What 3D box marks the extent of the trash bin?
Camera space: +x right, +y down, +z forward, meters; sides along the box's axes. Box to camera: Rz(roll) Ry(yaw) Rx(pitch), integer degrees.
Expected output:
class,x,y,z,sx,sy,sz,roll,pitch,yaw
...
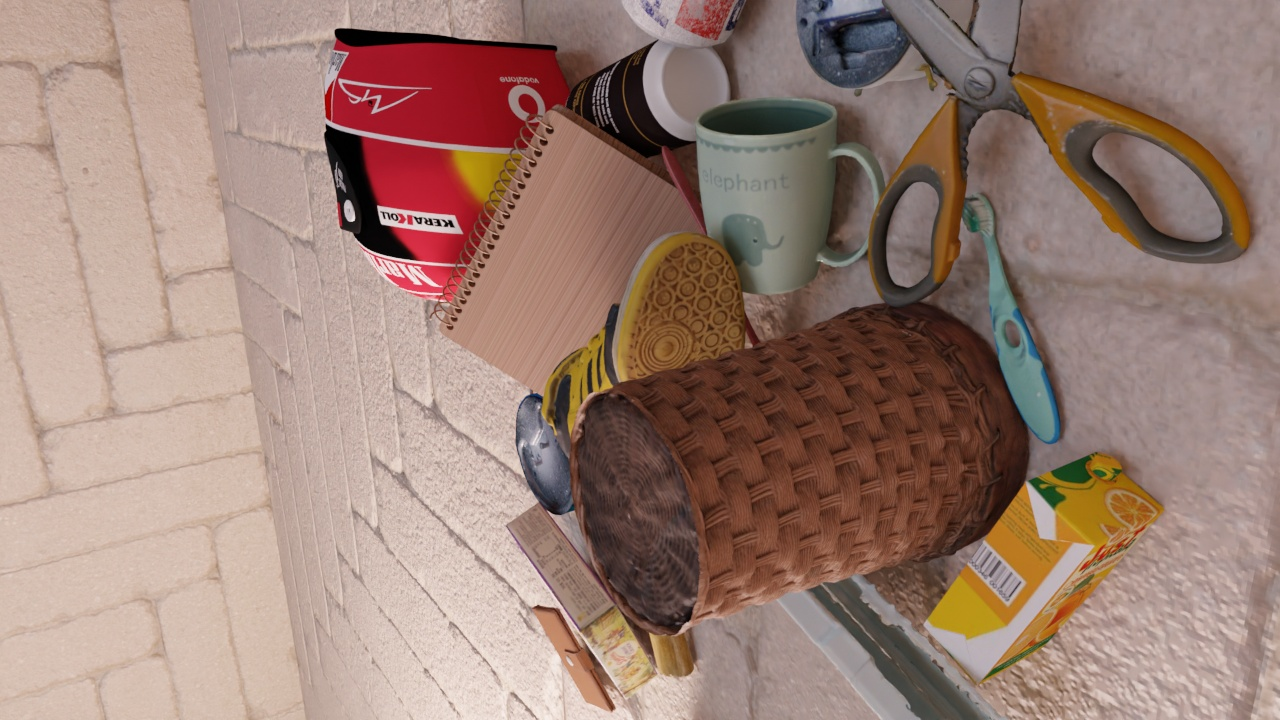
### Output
class,x,y,z,sx,sy,sz,roll,pitch,yaw
trash bin,0.078,0.058,0.491,0.151,0.209,0.151,28,124,52

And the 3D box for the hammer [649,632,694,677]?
class,x,y,z,sx,sy,sz,roll,pitch,yaw
hammer,-0.006,0.118,0.783,0.132,0.033,0.330,-9,102,29

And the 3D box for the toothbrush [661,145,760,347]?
class,x,y,z,sx,sy,sz,roll,pitch,yaw
toothbrush,0.058,-0.061,0.620,0.016,0.015,0.184,-17,103,53

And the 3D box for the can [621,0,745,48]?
class,x,y,z,sx,sy,sz,roll,pitch,yaw
can,0.042,-0.266,0.555,0.078,0.078,0.136,58,143,28

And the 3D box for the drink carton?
class,x,y,z,sx,sy,sz,roll,pitch,yaw
drink carton,0.199,0.103,0.459,0.041,0.058,0.123,50,139,36

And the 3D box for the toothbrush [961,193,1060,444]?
class,x,y,z,sx,sy,sz,roll,pitch,yaw
toothbrush,0.189,-0.022,0.470,0.022,0.017,0.135,-21,83,51

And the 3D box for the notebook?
class,x,y,z,sx,sy,sz,roll,pitch,yaw
notebook,-0.048,-0.062,0.682,0.169,0.022,0.211,32,123,-4

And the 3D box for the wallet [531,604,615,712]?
class,x,y,z,sx,sy,sz,roll,pitch,yaw
wallet,-0.073,0.313,0.968,0.121,0.013,0.088,60,155,-1

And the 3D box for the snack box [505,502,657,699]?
class,x,y,z,sx,sy,sz,roll,pitch,yaw
snack box,-0.054,0.225,0.862,0.143,0.040,0.148,43,162,42

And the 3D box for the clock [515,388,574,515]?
class,x,y,z,sx,sy,sz,roll,pitch,yaw
clock,-0.077,0.069,0.880,0.161,0.060,0.117,62,146,25

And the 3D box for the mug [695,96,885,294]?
class,x,y,z,sx,sy,sz,roll,pitch,yaw
mug,0.090,-0.096,0.551,0.111,0.083,0.104,10,123,26

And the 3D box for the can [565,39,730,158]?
class,x,y,z,sx,sy,sz,roll,pitch,yaw
can,0.002,-0.181,0.654,0.129,0.071,0.072,0,101,58

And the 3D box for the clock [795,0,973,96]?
class,x,y,z,sx,sy,sz,roll,pitch,yaw
clock,0.124,-0.197,0.471,0.083,0.057,0.118,18,116,55

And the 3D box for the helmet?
class,x,y,z,sx,sy,sz,roll,pitch,yaw
helmet,-0.165,-0.165,0.797,0.271,0.197,0.225,23,116,45

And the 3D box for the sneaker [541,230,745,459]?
class,x,y,z,sx,sy,sz,roll,pitch,yaw
sneaker,-0.004,0.004,0.621,0.122,0.086,0.239,-123,39,-49

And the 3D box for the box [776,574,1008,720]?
class,x,y,z,sx,sy,sz,roll,pitch,yaw
box,0.139,0.173,0.533,0.199,0.070,0.085,44,153,56

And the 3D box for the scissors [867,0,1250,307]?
class,x,y,z,sx,sy,sz,roll,pitch,yaw
scissors,0.159,-0.105,0.429,0.225,0.016,0.227,48,141,11
